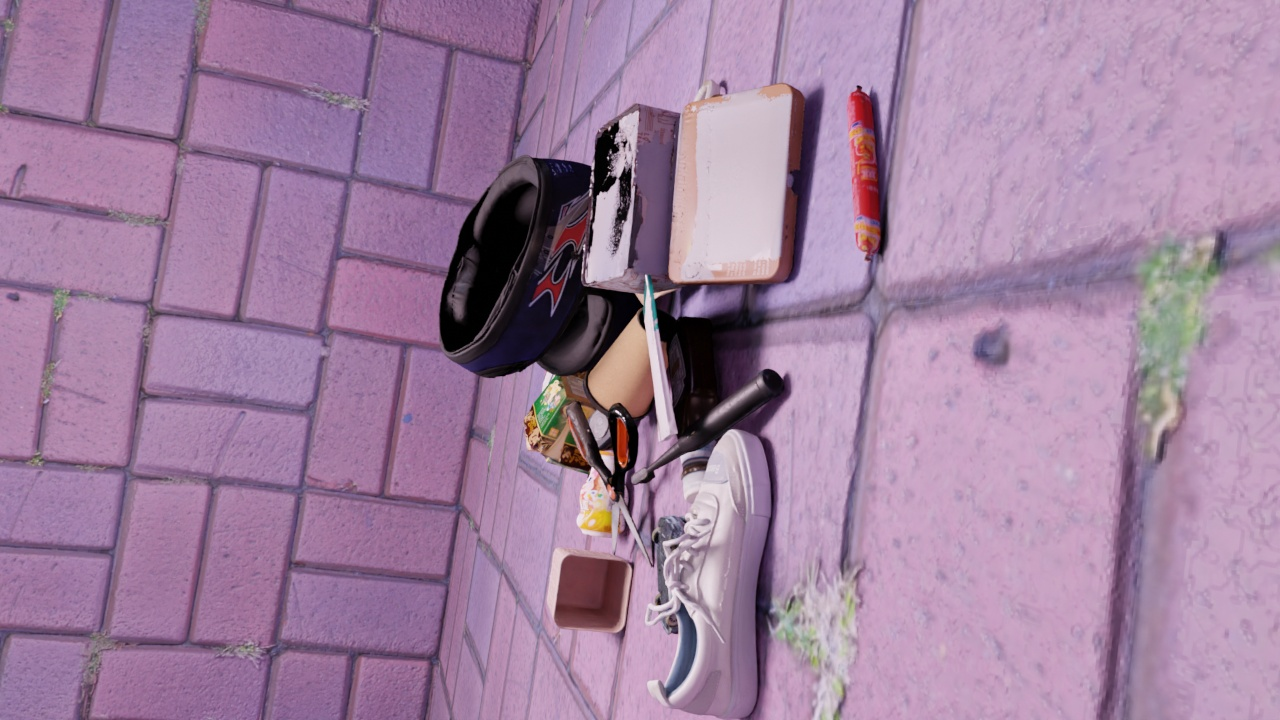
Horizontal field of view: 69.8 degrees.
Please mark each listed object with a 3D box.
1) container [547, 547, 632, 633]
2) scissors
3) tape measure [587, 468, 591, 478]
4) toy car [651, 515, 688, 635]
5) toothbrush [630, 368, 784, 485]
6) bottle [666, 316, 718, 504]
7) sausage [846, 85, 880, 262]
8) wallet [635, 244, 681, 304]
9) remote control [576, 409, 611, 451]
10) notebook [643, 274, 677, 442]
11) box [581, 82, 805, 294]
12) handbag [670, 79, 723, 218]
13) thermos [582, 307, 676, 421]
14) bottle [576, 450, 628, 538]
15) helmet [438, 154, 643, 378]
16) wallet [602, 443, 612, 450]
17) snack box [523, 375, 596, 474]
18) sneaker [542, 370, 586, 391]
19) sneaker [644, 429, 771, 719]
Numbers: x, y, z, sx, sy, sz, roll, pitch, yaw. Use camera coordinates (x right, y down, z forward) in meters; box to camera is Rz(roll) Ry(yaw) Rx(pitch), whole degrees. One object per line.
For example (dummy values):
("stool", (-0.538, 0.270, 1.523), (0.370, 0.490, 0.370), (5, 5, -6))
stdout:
("container", (-0.069, 0.285, 1.160), (0.111, 0.090, 0.090), (164, 114, -77))
("scissors", (-0.038, 0.134, 1.082), (0.221, 0.021, 0.235), (52, 147, 37))
("tape measure", (-0.050, 0.164, 1.244), (0.057, 0.039, 0.057), (-104, 27, -54))
("toy car", (0.035, 0.216, 0.926), (0.054, 0.036, 0.121), (-148, 58, -72))
("toothbrush", (0.055, 0.070, 0.850), (0.213, 0.027, 0.026), (-42, 53, 42))
("bottle", (0.055, 0.051, 0.930), (0.080, 0.044, 0.194), (109, 162, -55))
("sausage", (0.168, -0.143, 0.688), (0.020, 0.020, 0.155), (130, 145, -62))
("wallet", (0.020, -0.117, 1.047), (0.115, 0.024, 0.087), (-30, 84, 47))
("remote control", (-0.036, 0.076, 1.214), (0.137, 0.024, 0.053), (-46, 52, 25))
("notebook", (0.017, 0.005, 0.930), (0.209, 0.012, 0.150), (92, 170, -84))
("box", (0.043, -0.160, 0.894), (0.260, 0.110, 0.179), (-179, 94, -66))
("handbag", (0.056, -0.238, 1.071), (0.164, 0.063, 0.178), (127, 152, -56))
("thermos", (-0.007, 0.006, 1.107), (0.144, 0.093, 0.093), (-57, 27, 36))
("bottle", (-0.046, 0.172, 1.181), (0.063, 0.063, 0.108), (162, 116, -73))
("helmet", (-0.104, -0.099, 1.195), (0.248, 0.240, 0.314), (-15, 55, 48))
("wallet", (-0.038, 0.063, 1.279), (0.090, 0.033, 0.115), (143, 131, -66))
("snack box", (-0.099, 0.087, 1.363), (0.106, 0.117, 0.118), (-62, 24, 20))
("sneaker", (-0.112, -0.014, 1.425), (0.088, 0.118, 0.241), (-129, 42, -54))
("sneaker", (0.052, 0.176, 0.783), (0.090, 0.090, 0.242), (145, 133, -68))
